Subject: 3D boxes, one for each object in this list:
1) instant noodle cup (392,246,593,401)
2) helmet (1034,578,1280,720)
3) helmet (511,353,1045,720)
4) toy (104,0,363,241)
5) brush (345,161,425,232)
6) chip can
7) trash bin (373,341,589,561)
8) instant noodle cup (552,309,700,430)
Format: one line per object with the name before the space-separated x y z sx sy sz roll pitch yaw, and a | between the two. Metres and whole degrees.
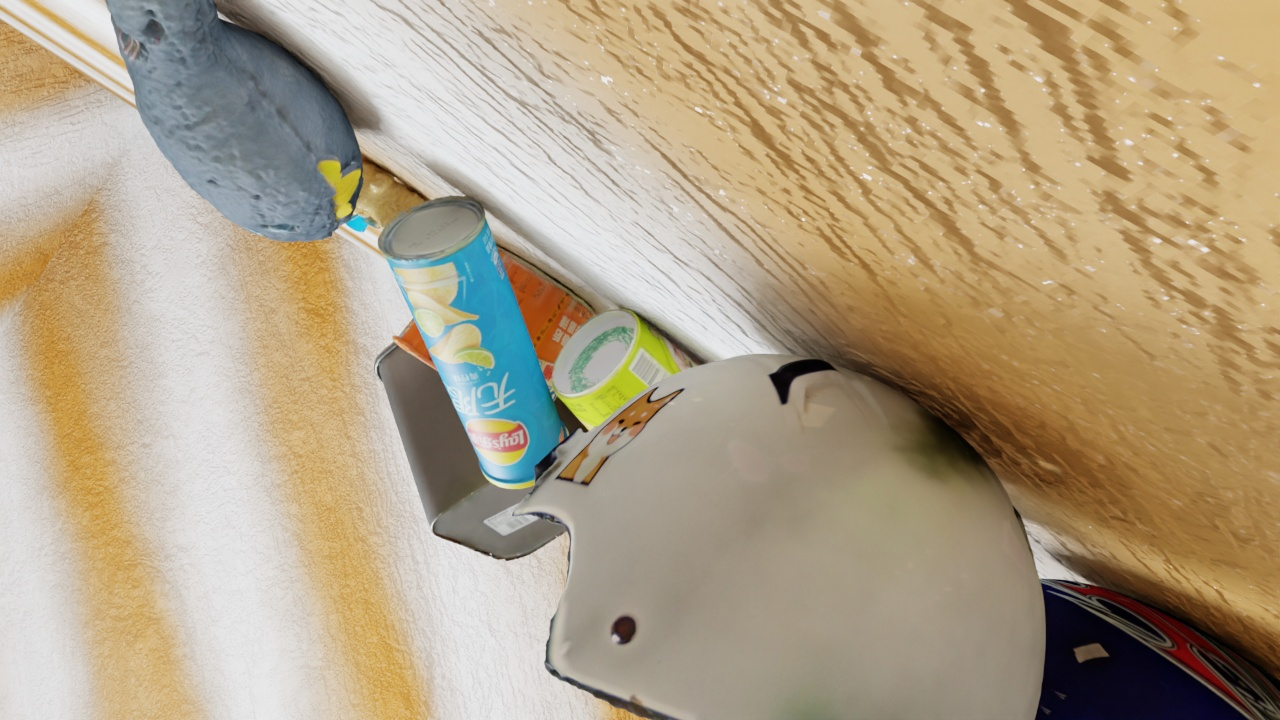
instant noodle cup | -0.117 -0.024 0.782 0.151 0.111 0.151 31 175 3
helmet | 0.255 0.252 0.557 0.316 0.247 0.240 30 149 61
helmet | 0.073 0.080 0.416 0.230 0.157 0.274 35 -175 -8
toy | -0.216 -0.133 0.514 0.138 0.091 0.356 60 171 -4
brush | -0.239 -0.130 0.808 0.083 0.045 0.255 30 171 -23
chip can | -0.108 -0.006 0.633 0.071 0.071 0.210 28 146 39
trash bin | -0.151 0.074 0.985 0.199 0.199 0.219 37 -154 -50
instant noodle cup | 0.002 0.028 0.678 0.123 0.111 0.112 44 169 -32
